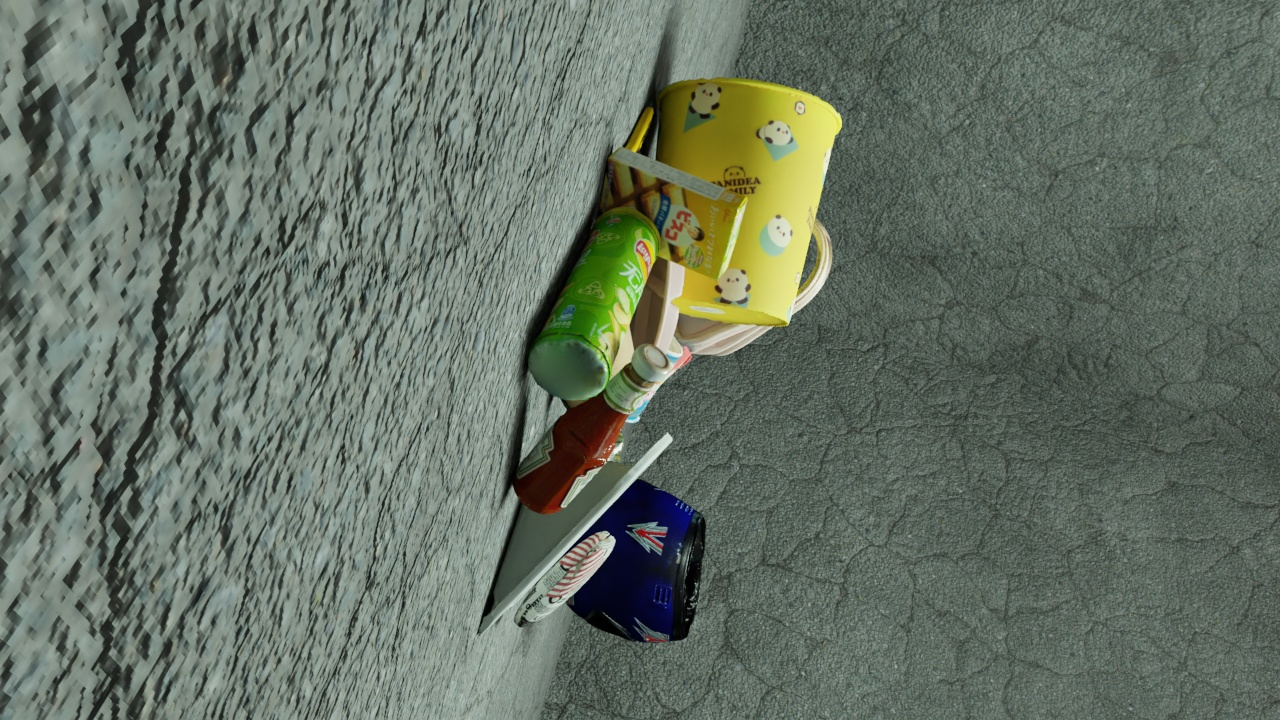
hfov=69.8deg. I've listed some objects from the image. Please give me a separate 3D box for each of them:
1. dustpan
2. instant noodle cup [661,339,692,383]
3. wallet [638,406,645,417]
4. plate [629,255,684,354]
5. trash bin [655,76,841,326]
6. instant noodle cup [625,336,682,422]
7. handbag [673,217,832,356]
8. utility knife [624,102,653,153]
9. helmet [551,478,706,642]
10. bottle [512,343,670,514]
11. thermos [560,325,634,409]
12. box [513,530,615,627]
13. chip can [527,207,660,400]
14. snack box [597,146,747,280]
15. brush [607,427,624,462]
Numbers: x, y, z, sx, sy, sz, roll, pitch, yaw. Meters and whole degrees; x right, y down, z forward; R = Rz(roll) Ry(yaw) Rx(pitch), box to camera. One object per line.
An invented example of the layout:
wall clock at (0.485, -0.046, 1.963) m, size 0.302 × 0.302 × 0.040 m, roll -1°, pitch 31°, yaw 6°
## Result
dustpan at (-0.064, 0.191, 1.057) m, size 0.223 × 0.142 × 0.257 m, roll 78°, pitch 27°, yaw -83°
instant noodle cup at (0.007, -0.025, 1.325) m, size 0.108 × 0.138 × 0.138 m, roll -53°, pitch 160°, yaw -59°
wallet at (-0.024, 0.010, 1.259) m, size 0.019 × 0.097 × 0.121 m, roll -34°, pitch 148°, yaw -46°
plate at (0.006, -0.091, 1.053) m, size 0.230 × 0.028 × 0.229 m, roll -177°, pitch -89°, yaw -74°
trash bin at (0.113, -0.182, 1.130) m, size 0.229 × 0.229 × 0.255 m, roll 52°, pitch 47°, yaw -86°
instant noodle cup at (-0.007, 0.007, 1.171) m, size 0.110 × 0.099 × 0.099 m, roll -50°, pitch -174°, yaw 20°
handbag at (0.145, -0.125, 1.251) m, size 0.093 × 0.235 × 0.193 m, roll 17°, pitch 59°, yaw -59°
utility knife at (-0.004, -0.237, 1.000) m, size 0.033 × 0.015 × 0.171 m, roll 107°, pitch 1°, yaw -45°
helmet at (-0.023, 0.334, 1.515) m, size 0.316 × 0.240 × 0.246 m, roll 81°, pitch 23°, yaw -57°
bottle at (-0.044, 0.062, 0.828) m, size 0.207 × 0.060 × 0.059 m, roll -49°, pitch -169°, yaw 32°
thermos at (-0.042, -0.001, 0.954) m, size 0.143 × 0.093 × 0.092 m, roll 90°, pitch 15°, yaw -53°
box at (-0.088, 0.258, 1.072) m, size 0.165 × 0.051 × 0.068 m, roll -46°, pitch 154°, yaw 24°
chip can at (-0.038, -0.055, 0.831) m, size 0.220 × 0.072 × 0.073 m, roll -71°, pitch 176°, yaw -49°
snack box at (0.028, -0.144, 0.904) m, size 0.033 × 0.140 × 0.087 m, roll -57°, pitch 166°, yaw -46°
brush at (-0.061, 0.101, 1.237) m, size 0.073 × 0.063 × 0.145 m, roll -18°, pitch -116°, yaw 51°
